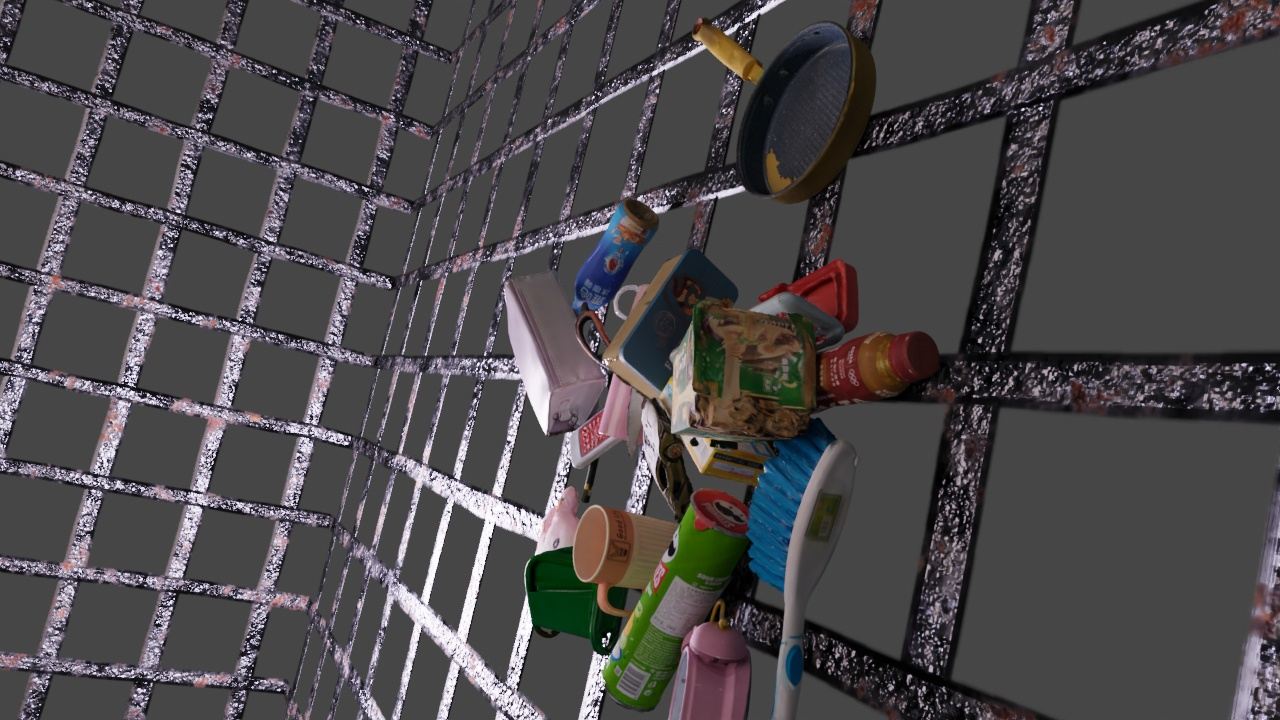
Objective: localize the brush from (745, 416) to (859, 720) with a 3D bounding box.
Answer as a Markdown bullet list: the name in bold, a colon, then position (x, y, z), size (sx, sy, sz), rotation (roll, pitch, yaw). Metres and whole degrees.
- **brush**: position (0.131, 0.210, 0.822), size (0.109, 0.060, 0.314), rotation (27, 103, 59)

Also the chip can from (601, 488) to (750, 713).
- **chip can**: position (0.035, 0.243, 0.920), size (0.236, 0.072, 0.072), rotation (-65, 28, 21)

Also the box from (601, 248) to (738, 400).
- **box**: position (0.031, -0.036, 1.041), size (0.062, 0.090, 0.183), rotation (-20, 36, 58)

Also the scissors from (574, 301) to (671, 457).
- **scissors**: position (-0.006, 0.005, 1.118), size (0.189, 0.015, 0.222), rotation (11, 85, 26)

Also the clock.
- **clock**: position (0.064, 0.299, 0.842), size (0.117, 0.060, 0.158), rotation (100, -177, -70)

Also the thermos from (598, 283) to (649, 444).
- **thermos**: position (-0.007, 0.002, 1.159), size (0.067, 0.087, 0.198), rotation (171, 112, -84)

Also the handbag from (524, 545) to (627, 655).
- **handbag**: position (-0.079, 0.292, 1.129), size (0.131, 0.067, 0.120), rotation (2, 93, 38)

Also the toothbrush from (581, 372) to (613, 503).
- **toothbrush**: position (-0.058, 0.107, 1.280), size (0.017, 0.012, 0.185), rotation (174, 109, -68)

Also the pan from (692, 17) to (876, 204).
- **pan**: position (0.143, -0.318, 1.056), size (0.198, 0.078, 0.357), rotation (-59, 30, 26)

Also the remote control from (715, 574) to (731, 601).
- **remote control**: position (0.051, 0.256, 0.979), size (0.135, 0.019, 0.056), rotation (-60, 30, 26)

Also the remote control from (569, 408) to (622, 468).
- **remote control**: position (-0.053, 0.097, 1.245), size (0.136, 0.020, 0.055), rotation (-38, 49, 39)

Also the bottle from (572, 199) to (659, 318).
- **bottle**: position (-0.050, -0.134, 1.339), size (0.219, 0.065, 0.065), rotation (-54, 33, 34)

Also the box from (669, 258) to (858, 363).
- **box**: position (0.117, -0.037, 0.925), size (0.202, 0.101, 0.095), rotation (-30, 51, 54)

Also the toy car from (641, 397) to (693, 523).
- **toy car**: position (0.030, 0.109, 1.003), size (0.070, 0.042, 0.158), rotation (-120, 12, -55)

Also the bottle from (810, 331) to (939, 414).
- **bottle**: position (0.185, 0.012, 0.815), size (0.175, 0.057, 0.057), rotation (-21, 57, 57)

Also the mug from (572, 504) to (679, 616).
- **mug**: position (-0.011, 0.226, 1.019), size (0.082, 0.105, 0.114), rotation (-34, 47, 52)

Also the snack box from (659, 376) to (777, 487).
- **snack box**: position (0.082, 0.073, 0.948), size (0.034, 0.086, 0.140), rotation (-61, 29, 23)

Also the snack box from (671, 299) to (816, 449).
- **snack box**: position (0.081, 0.020, 0.834), size (0.106, 0.118, 0.117), rotation (141, 135, -64)

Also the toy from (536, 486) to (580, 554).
- **toy**: position (-0.109, 0.252, 1.255), size (0.122, 0.054, 0.159), rotation (-54, 28, 32)

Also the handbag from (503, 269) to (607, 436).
- **handbag**: position (-0.127, -0.009, 1.323), size (0.197, 0.098, 0.145), rotation (65, 153, 26)
